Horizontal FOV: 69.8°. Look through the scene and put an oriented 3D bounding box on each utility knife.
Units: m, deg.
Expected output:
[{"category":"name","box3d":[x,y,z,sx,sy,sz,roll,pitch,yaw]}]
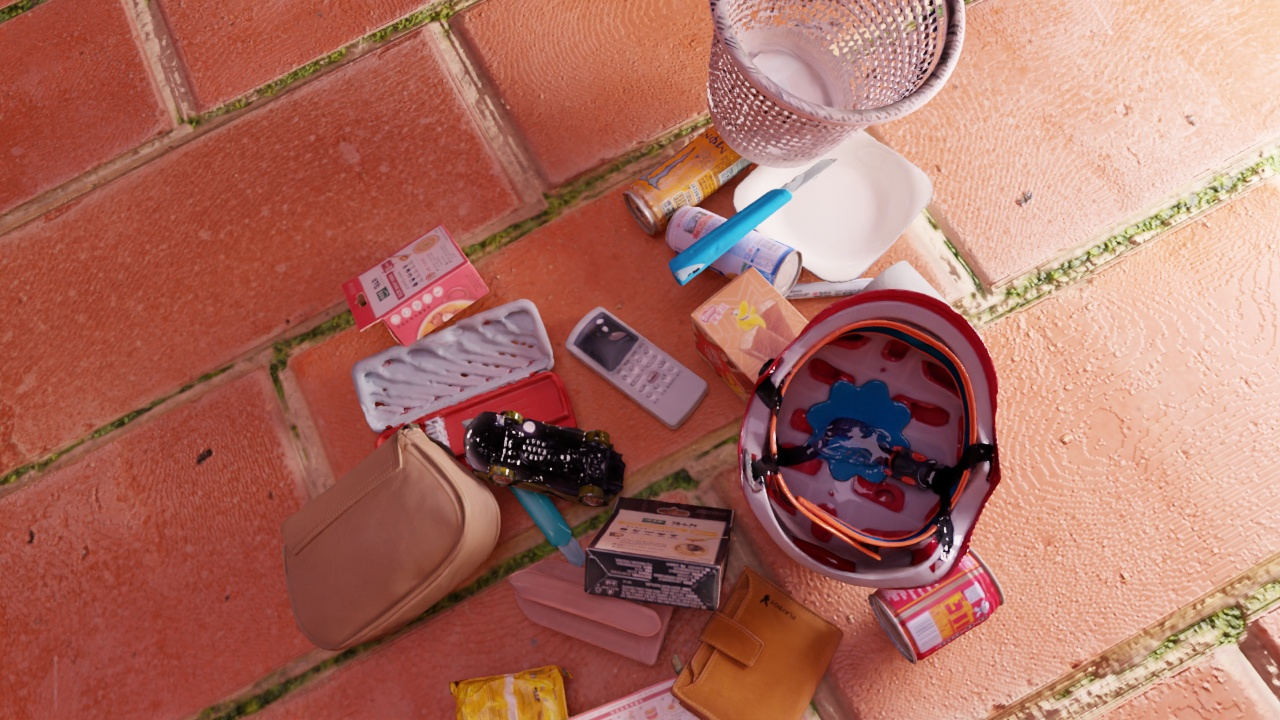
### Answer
[{"category":"utility knife","box3d":[-0.107,0.124,0.865,0.029,0.013,0.178,-35,86,-18]},{"category":"utility knife","box3d":[0.110,-0.141,0.891,0.208,0.018,0.034,-37,36,-11]}]

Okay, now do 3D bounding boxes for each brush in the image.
[{"category":"brush","box3d":[-0.046,0.216,0.812,0.146,0.073,0.063,15,72,15]}]

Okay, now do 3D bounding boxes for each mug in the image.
[{"category":"mug","box3d":[0.242,-0.015,0.867,0.124,0.083,0.103,-48,69,17]}]

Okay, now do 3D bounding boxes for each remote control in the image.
[{"category":"remote control","box3d":[-0.005,0.005,0.917,0.150,0.021,0.058,36,77,18]}]

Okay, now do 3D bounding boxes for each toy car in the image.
[{"category":"toy car","box3d":[-0.089,0.091,0.854,0.158,0.042,0.070,17,57,-16]}]

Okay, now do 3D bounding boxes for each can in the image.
[{"category":"can","box3d":[0.092,-0.110,0.922,0.135,0.053,0.053,29,75,28]},{"category":"can","box3d":[0.250,0.204,0.777,0.093,0.066,0.066,-30,68,-4]},{"category":"can","box3d":[0.054,-0.196,0.968,0.146,0.058,0.058,-37,68,-8]}]

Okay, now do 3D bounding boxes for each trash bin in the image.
[{"category":"trash bin","box3d":[0.154,-0.286,0.863,0.227,0.192,0.227,2,78,-9]}]

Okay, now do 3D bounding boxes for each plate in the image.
[{"category":"plate","box3d":[0.196,-0.164,0.949,0.164,0.034,0.163,-45,70,-10]}]

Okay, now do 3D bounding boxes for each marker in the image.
[{"category":"marker","box3d":[0.166,-0.070,0.925,0.146,0.017,0.016,-4,68,6]}]

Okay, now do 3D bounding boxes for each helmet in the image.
[{"category":"helmet","box3d":[0.192,0.064,0.789,0.207,0.144,0.240,20,88,6]}]

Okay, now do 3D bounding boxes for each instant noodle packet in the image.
[{"category":"instant noodle packet","box3d":[-0.106,0.334,0.789,0.111,0.044,0.128,-10,70,2]}]

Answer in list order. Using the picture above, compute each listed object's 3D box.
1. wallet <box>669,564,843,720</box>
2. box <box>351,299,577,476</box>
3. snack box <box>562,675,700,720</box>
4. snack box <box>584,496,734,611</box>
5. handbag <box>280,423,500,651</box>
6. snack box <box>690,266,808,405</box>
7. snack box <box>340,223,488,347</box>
[{"category":"wallet","box3d":[0.094,0.253,0.778,0.119,0.035,0.130,35,63,3]},{"category":"box","box3d":[-0.176,0.040,0.913,0.201,0.050,0.160,-20,75,0]},{"category":"snack box","box3d":[0.016,0.313,0.768,0.155,0.027,0.077,-16,66,-15]},{"category":"snack box","box3d":[0.020,0.168,0.810,0.113,0.125,0.053,6,98,11]},{"category":"handbag","box3d":[-0.229,0.163,0.838,0.205,0.099,0.147,-37,71,10]},{"category":"snack box","box3d":[0.108,-0.016,0.870,0.077,0.093,0.094,-38,69,-8]},{"category":"snack box","box3d":[-0.233,-0.073,0.943,0.127,0.044,0.113,-34,38,-6]}]
